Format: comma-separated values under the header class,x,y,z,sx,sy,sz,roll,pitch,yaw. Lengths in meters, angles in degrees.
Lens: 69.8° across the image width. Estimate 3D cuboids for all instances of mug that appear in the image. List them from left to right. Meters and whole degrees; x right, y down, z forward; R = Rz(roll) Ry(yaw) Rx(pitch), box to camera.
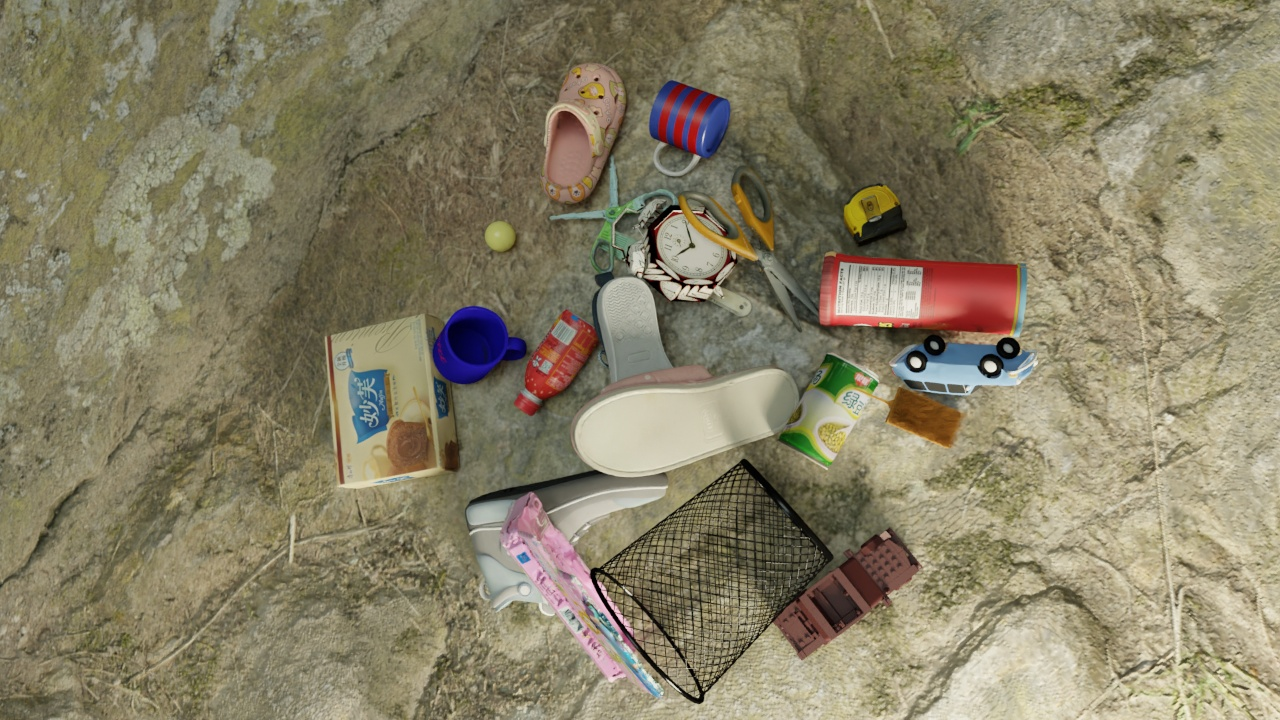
class,x,y,z,sx,sy,sz,roll,pitch,yaw
mug,-0.200,-0.017,1.161,0.111,0.084,0.079,6,73,-21
mug,0.057,-0.284,1.149,0.076,0.074,0.112,25,115,18

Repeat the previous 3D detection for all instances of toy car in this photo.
class,x,y,z,sx,sy,sz,roll,pitch,yaw
toy car,0.225,0.258,1.012,0.170,0.062,0.070,-40,73,7
toy car,0.350,0.007,0.995,0.154,0.056,0.055,4,118,45

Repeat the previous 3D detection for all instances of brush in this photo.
class,x,y,z,sx,sy,sz,roll,pitch,yaw
brush,0.042,-0.110,1.151,0.218,0.012,0.033,29,90,17
brush,0.298,0.056,1.017,0.126,0.017,0.048,22,87,-11

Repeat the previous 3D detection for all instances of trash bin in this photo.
class,x,y,z,sx,sy,sz,roll,pitch,yaw
trash bin,0.084,0.230,1.004,0.210,0.184,0.184,-42,73,0

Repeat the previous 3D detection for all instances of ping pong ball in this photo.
class,x,y,z,sx,sy,sz,roll,pitch,yaw
ping pong ball,-0.185,-0.164,1.209,0.040,0.040,0.040,-3,80,15

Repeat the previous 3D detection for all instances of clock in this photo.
class,x,y,z,sx,sy,sz,roll,pitch,yaw
clock,0.036,-0.132,1.108,0.154,0.065,0.114,21,64,-6

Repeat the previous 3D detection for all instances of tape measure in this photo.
class,x,y,z,sx,sy,sz,roll,pitch,yaw
tape measure,0.273,-0.174,1.081,0.066,0.037,0.064,-20,77,12

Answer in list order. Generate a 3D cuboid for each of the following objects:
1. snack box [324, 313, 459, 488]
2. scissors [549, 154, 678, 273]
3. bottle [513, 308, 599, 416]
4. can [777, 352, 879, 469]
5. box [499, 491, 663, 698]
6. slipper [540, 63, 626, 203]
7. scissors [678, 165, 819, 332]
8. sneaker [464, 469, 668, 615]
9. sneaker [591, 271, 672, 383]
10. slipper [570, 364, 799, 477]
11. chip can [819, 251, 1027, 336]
class,x,y,z,sx,sy,sz,roll,pitch,yaw
snack box,-0.328,0.055,1.207,0.153,0.055,0.207,-12,78,14
scissors,-0.034,-0.188,1.176,0.173,0.021,0.171,-4,73,17
bottle,-0.108,0.006,1.148,0.062,0.062,0.137,37,92,18
can,0.214,0.056,1.045,0.067,0.067,0.121,30,90,18
box,-0.069,0.264,0.999,0.062,0.161,0.230,-35,107,-5
slipper,-0.079,-0.301,1.175,0.093,0.081,0.197,10,79,15
scissors,0.131,-0.132,1.090,0.175,0.016,0.225,-11,74,-30
sneaker,-0.081,0.217,1.101,0.257,0.093,0.160,-12,87,13
sneaker,-0.007,0.006,1.110,0.089,0.087,0.235,-17,97,-17
slipper,0.052,0.063,1.057,0.274,0.054,0.114,-10,102,-14
chip can,0.313,-0.074,1.029,0.213,0.087,0.087,5,82,16
